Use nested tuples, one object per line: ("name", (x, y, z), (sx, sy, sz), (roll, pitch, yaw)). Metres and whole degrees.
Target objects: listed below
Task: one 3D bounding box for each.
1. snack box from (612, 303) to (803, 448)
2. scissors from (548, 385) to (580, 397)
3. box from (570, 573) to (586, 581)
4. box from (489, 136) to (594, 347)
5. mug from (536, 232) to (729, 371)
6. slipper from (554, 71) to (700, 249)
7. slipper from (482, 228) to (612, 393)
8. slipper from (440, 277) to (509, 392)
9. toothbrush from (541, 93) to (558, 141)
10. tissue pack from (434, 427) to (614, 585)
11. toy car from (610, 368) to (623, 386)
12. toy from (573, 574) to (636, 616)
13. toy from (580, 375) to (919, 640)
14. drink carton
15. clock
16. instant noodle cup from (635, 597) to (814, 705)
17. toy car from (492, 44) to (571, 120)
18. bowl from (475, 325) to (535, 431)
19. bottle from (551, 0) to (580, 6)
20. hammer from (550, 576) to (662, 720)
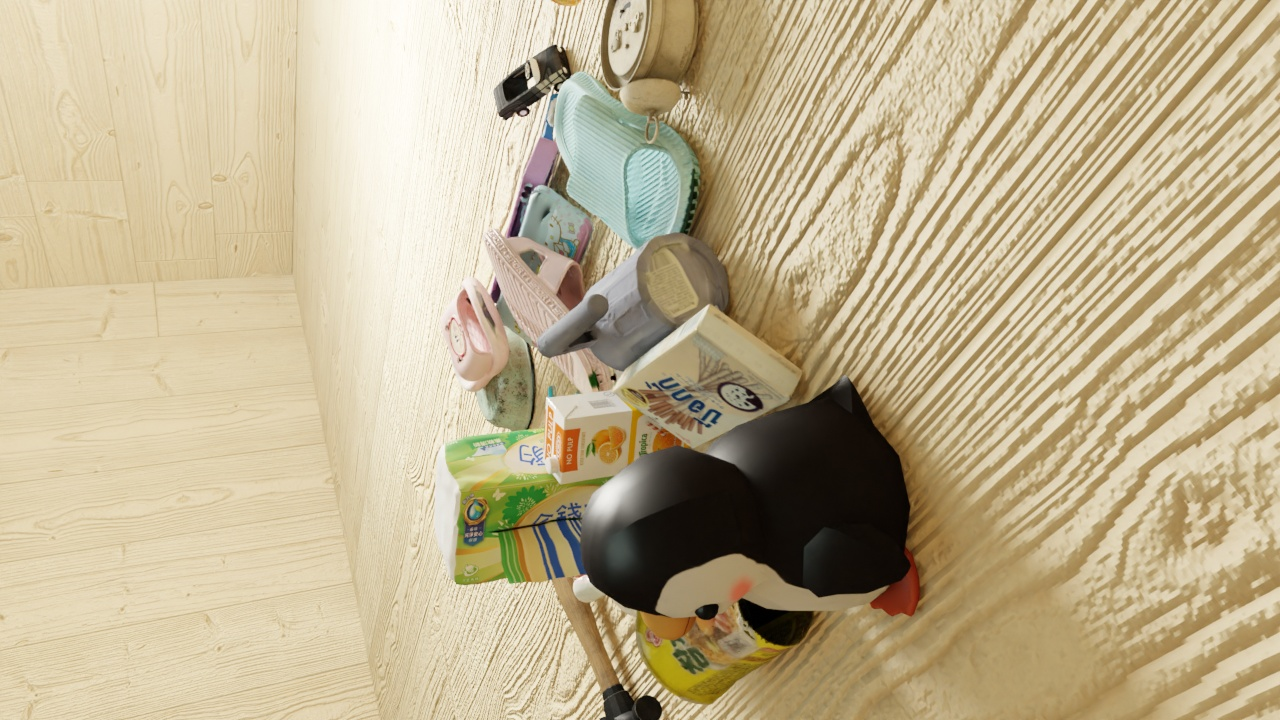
("snack box", (0.043, 0.017, 0.666), (0.026, 0.082, 0.150), (-60, 11, -28))
("scissors", (-0.097, 0.092, 0.996), (0.113, 0.013, 0.140), (-9, 91, 35))
("box", (-0.053, 0.126, 0.910), (0.076, 0.055, 0.187), (-68, -19, -75))
("box", (-0.116, -0.119, 0.984), (0.140, 0.062, 0.215), (65, 149, 27))
("mug", (-0.007, -0.039, 0.703), (0.104, 0.123, 0.084), (-32, 76, 60))
("slipper", (-0.033, -0.174, 0.791), (0.276, 0.069, 0.116), (-126, 36, -47))
("slipper", (-0.079, -0.054, 0.889), (0.239, 0.064, 0.094), (48, 159, 41))
("slipper", (-0.199, -0.024, 1.066), (0.106, 0.055, 0.222), (67, 157, 12))
("toothbrush", (-0.104, -0.214, 0.982), (0.014, 0.016, 0.167), (66, 150, 32))
("tissue pack", (-0.065, 0.136, 0.776), (0.141, 0.197, 0.120), (-127, 33, -50))
("toy car", (-0.005, 0.005, 0.800), (0.048, 0.040, 0.113), (19, 112, 61))
("toy", (-0.014, 0.206, 0.855), (0.126, 0.037, 0.076), (9, 116, 38))
("toy", (0.054, 0.086, 0.534), (0.159, 0.183, 0.140), (14, 107, 63))
("drink carton", (-0.021, 0.059, 0.750), (0.040, 0.122, 0.059), (41, 131, 55))
("clock", (0.010, -0.233, 0.703), (0.093, 0.054, 0.140), (160, 110, -63))
("instant noodle cup", (0.063, 0.182, 0.651), (0.108, 0.102, 0.102), (-44, 56, 49))
("toy car", (-0.113, -0.282, 0.930), (0.092, 0.037, 0.040), (-26, 67, 28))
("bowl", (-0.178, 0.020, 1.158), (0.157, 0.038, 0.157), (23, 116, 61))
("bottle", (-0.055, -0.364, 0.796), (0.063, 0.063, 0.109), (68, 150, 29))
("hammer", (-0.069, 0.263, 0.974), (0.305, 0.040, 0.133), (62, 145, 31))
